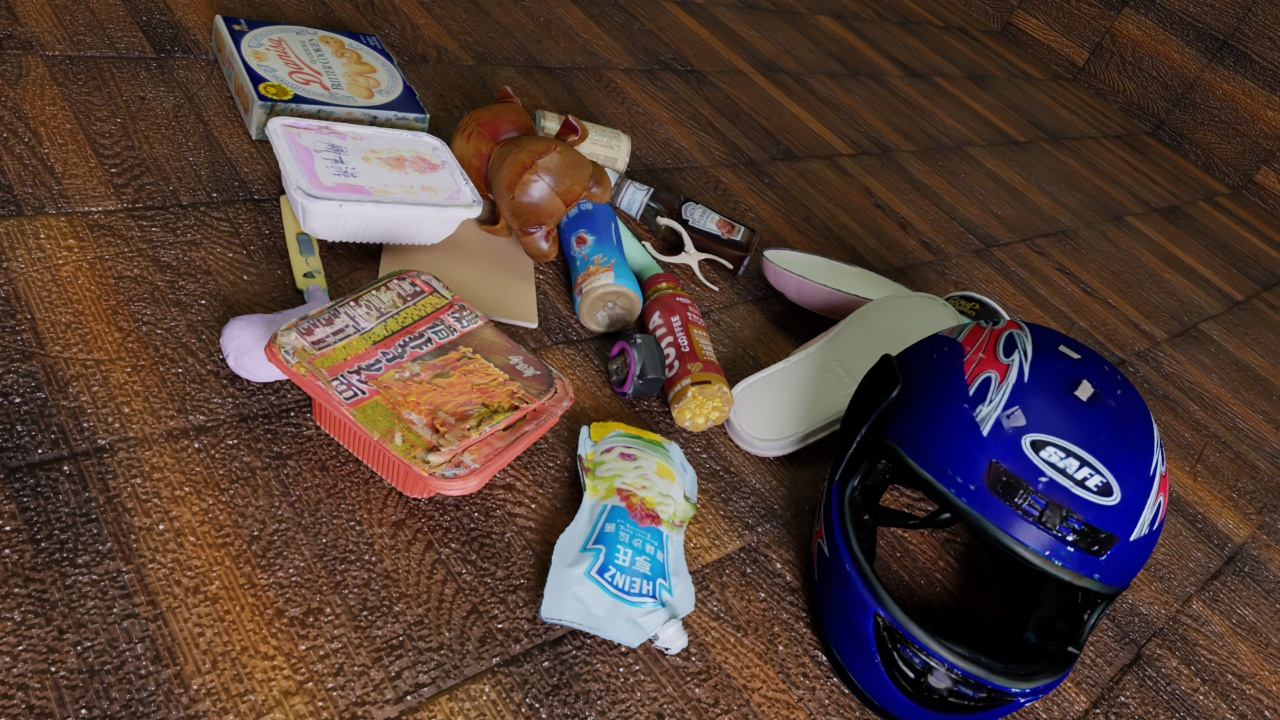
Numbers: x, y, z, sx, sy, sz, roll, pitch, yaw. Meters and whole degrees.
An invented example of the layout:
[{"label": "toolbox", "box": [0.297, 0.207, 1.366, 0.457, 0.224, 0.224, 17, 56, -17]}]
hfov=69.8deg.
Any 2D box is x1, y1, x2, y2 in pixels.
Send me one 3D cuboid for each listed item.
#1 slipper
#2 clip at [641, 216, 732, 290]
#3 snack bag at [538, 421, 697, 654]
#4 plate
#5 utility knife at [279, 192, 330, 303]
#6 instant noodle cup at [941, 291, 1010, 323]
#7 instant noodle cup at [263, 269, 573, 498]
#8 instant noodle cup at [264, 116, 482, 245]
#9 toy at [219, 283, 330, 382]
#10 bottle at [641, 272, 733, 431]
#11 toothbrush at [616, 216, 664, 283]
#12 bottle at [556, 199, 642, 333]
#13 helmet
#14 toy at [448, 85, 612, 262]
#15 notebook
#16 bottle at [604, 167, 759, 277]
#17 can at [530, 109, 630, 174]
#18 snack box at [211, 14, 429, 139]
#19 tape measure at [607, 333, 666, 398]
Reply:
[{"label": "slipper", "box": [0.198, 0.017, 0.880, 0.273, 0.054, 0.114, -28, 57, -20]}, {"label": "clip", "box": [0.041, -0.107, 1.001, 0.104, 0.082, 0.034, 48, 3, -6]}, {"label": "snack bag", "box": [-0.008, 0.128, 0.685, 0.110, 0.039, 0.190, 28, 36, -16]}, {"label": "plate", "box": [0.222, -0.078, 1.029, 0.192, 0.039, 0.192, 14, 18, -5]}, {"label": "utility knife", "box": [-0.291, -0.091, 0.802, 0.031, 0.021, 0.198, -5, 51, -26]}, {"label": "instant noodle cup", "box": [0.317, 0.001, 0.969, 0.120, 0.111, 0.111, -30, 63, -30]}, {"label": "instant noodle cup", "box": [-0.160, 0.024, 0.683, 0.189, 0.079, 0.164, 35, 38, 13]}, {"label": "instant noodle cup", "box": [-0.248, -0.158, 0.847, 0.173, 0.060, 0.138, -4, 45, -35]}, {"label": "toy", "box": [-0.268, -0.018, 0.701, 0.084, 0.039, 0.107, 49, 41, 13]}, {"label": "bottle", "box": [0.037, -0.015, 0.862, 0.057, 0.058, 0.174, 7, 41, -23]}, {"label": "toothbrush", "box": [-0.030, -0.144, 1.001, 0.027, 0.026, 0.224, 7, 38, -49]}, {"label": "bottle", "box": [-0.048, -0.119, 0.931, 0.065, 0.065, 0.218, 9, 40, -22]}, {"label": "helmet", "box": [0.270, 0.103, 0.707, 0.247, 0.241, 0.314, 30, 39, 5]}, {"label": "toy", "box": [-0.120, -0.190, 0.914, 0.140, 0.130, 0.199, -47, 57, -7]}, {"label": "notebook", "box": [-0.176, -0.113, 0.896, 0.147, 0.008, 0.207, 11, 40, -19]}, {"label": "bottle", "box": [0.039, -0.163, 1.053, 0.195, 0.044, 0.079, 26, 36, 2]}, {"label": "can", "box": [-0.074, -0.253, 1.080, 0.116, 0.059, 0.058, 10, 40, -21]}, {"label": "snack box", "box": [-0.344, -0.299, 0.988, 0.182, 0.046, 0.178, -6, 47, -36]}, {"label": "tape measure", "box": [-0.005, 0.005, 0.814, 0.039, 0.058, 0.057, -1, 66, -28]}]
